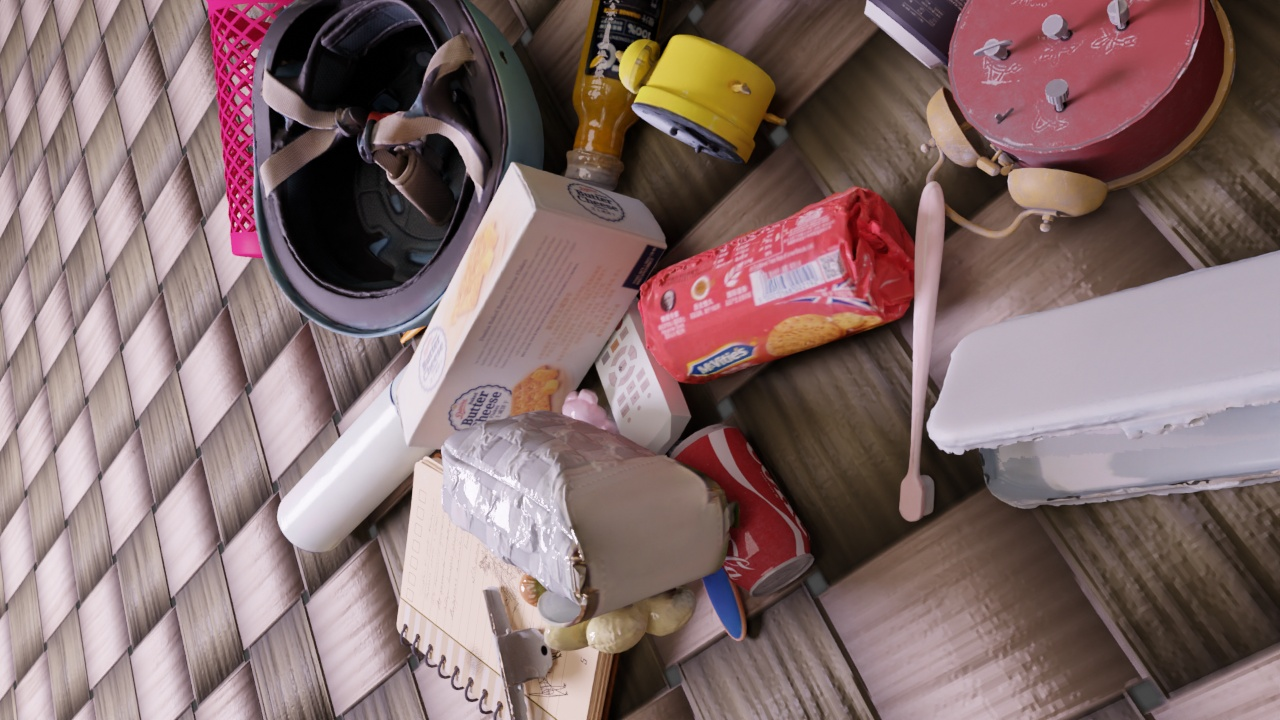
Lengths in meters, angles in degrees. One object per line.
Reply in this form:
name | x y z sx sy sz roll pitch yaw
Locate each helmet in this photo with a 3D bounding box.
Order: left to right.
helmet | -0.171 -0.145 0.697 0.226 0.166 0.265 7 88 24

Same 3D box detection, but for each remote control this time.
remote control | -0.004 0.004 0.628 0.050 0.024 0.143 -52 43 33

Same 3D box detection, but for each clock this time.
clock | 0.032 -0.170 0.592 0.119 0.083 0.057 30 98 35
clock | 0.202 -0.135 0.446 0.117 0.081 0.159 48 114 33

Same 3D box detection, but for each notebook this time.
notebook | -0.104 0.184 0.678 0.226 0.024 0.167 22 107 39

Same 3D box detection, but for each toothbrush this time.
toothbrush | 0.042 0.112 0.588 0.022 0.017 0.135 -32 65 35
toothbrush | 0.152 -0.003 0.488 0.016 0.018 0.181 10 103 47

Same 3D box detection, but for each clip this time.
clip | -0.086 0.205 0.633 0.054 0.038 0.101 -34 69 63

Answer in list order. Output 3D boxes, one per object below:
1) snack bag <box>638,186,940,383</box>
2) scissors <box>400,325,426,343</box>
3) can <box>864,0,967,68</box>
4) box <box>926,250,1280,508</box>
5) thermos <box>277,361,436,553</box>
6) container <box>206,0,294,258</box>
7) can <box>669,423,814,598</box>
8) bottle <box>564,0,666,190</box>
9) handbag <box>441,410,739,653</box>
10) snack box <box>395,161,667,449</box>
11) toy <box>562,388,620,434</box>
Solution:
snack bag | 0.077 -0.042 0.540 0.177 0.082 0.082 -19 72 36
scissors | -0.166 -0.054 0.786 0.125 0.011 0.129 39 107 35
can | 0.181 -0.223 0.486 0.128 0.064 0.064 -50 56 23
box | 0.226 0.000 0.393 0.217 0.109 0.107 -18 69 36
thermos | -0.226 0.081 0.782 0.231 0.067 0.068 -42 60 27
container | -0.296 -0.204 0.821 0.183 0.182 0.226 6 95 40
can | 0.060 0.089 0.552 0.054 0.054 0.096 -47 58 25
bottle | -0.017 -0.217 0.656 0.053 0.053 0.186 15 94 40
handbag | -0.041 0.100 0.547 0.172 0.112 0.123 22 119 46
snack box | -0.081 -0.026 0.629 0.208 0.104 0.057 -56 43 29
toy | -0.031 0.082 0.637 0.076 0.037 0.125 -11 87 38
